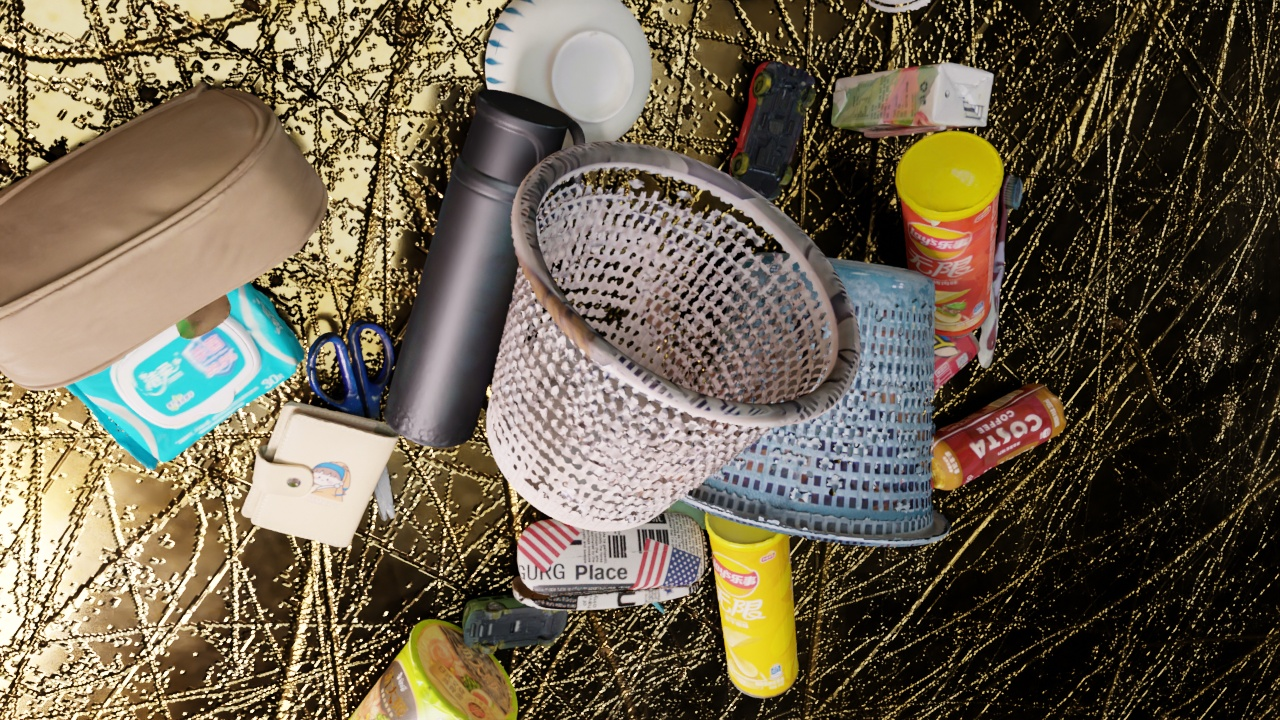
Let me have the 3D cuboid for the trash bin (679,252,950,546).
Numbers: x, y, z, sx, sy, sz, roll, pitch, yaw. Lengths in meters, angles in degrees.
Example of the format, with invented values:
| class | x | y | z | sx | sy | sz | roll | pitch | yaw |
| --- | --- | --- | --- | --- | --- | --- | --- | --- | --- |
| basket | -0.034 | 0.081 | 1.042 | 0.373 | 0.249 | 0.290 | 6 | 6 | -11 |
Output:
| class | x | y | z | sx | sy | sz | roll | pitch | yaw |
| --- | --- | --- | --- | --- | --- | --- | --- | --- | --- |
| trash bin | 0.142 | 0.020 | 0.723 | 0.226 | 0.227 | 0.195 | 6 | 95 | -25 |

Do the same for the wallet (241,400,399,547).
| class | x | y | z | sx | sy | sz | roll | pitch | yaw |
| --- | --- | --- | --- | --- | --- | --- | --- | --- | --- |
| wallet | -0.236 | 0.084 | 0.667 | 0.087 | 0.024 | 0.115 | 20 | 120 | -21 |

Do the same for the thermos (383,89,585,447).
| class | x | y | z | sx | sy | sz | roll | pitch | yaw |
| --- | --- | --- | --- | --- | --- | --- | --- | --- | --- |
| thermos | -0.104 | -0.056 | 0.628 | 0.089 | 0.068 | 0.243 | 3 | 123 | -37 |

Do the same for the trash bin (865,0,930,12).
| class | x | y | z | sx | sy | sz | roll | pitch | yaw |
| --- | --- | --- | --- | --- | --- | --- | --- | --- | --- |
| trash bin | 0.075 | -0.349 | 0.534 | 0.251 | 0.229 | 0.230 | 5 | 108 | -20 |

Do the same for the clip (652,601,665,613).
| class | x | y | z | sx | sy | sz | roll | pitch | yaw |
| --- | --- | --- | --- | --- | --- | --- | --- | --- | --- |
| clip | 0.013 | 0.210 | 0.843 | 0.039 | 0.014 | 0.056 | -47 | 122 | -1 |

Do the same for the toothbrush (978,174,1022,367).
| class | x | y | z | sx | sy | sz | roll | pitch | yaw |
| --- | --- | --- | --- | --- | --- | --- | --- | --- | --- |
| toothbrush | 0.339 | -0.080 | 0.863 | 0.016 | 0.017 | 0.188 | -8 | 112 | -19 |

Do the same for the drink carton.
| class | x | y | z | sx | sy | sz | roll | pitch | yaw |
| --- | --- | --- | --- | --- | --- | --- | --- | --- | --- |
| drink carton | 0.202 | -0.195 | 0.697 | 0.053 | 0.122 | 0.045 | 0 | 100 | -25 |

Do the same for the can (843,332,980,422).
| class | x | y | z | sx | sy | sz | roll | pitch | yaw |
| --- | --- | --- | --- | --- | --- | --- | --- | --- | --- |
| can | 0.243 | 0.017 | 0.840 | 0.132 | 0.053 | 0.053 | -41 | 120 | -3 |

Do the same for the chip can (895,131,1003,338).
| class | x | y | z | sx | sy | sz | roll | pitch | yaw |
| --- | --- | --- | --- | --- | --- | --- | --- | --- | --- |
| chip can | 0.247 | -0.092 | 0.732 | 0.073 | 0.073 | 0.216 | -44 | 151 | -2 |

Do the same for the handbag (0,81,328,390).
| class | x | y | z | sx | sy | sz | roll | pitch | yaw |
| --- | --- | --- | --- | --- | --- | --- | --- | --- | --- |
| handbag | -0.287 | -0.073 | 0.532 | 0.204 | 0.147 | 0.100 | -31 | 140 | -8 |

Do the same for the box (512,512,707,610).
| class | x | y | z | sx | sy | sz | roll | pitch | yaw |
| --- | --- | --- | --- | --- | --- | --- | --- | --- | --- |
| box | -0.024 | 0.165 | 0.772 | 0.162 | 0.076 | 0.088 | 2 | 102 | -15 |

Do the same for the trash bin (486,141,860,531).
| class | x | y | z | sx | sy | sz | roll | pitch | yaw |
| --- | --- | --- | --- | --- | --- | --- | --- | --- | --- |
| trash bin | -0.003 | 0.003 | 0.602 | 0.227 | 0.227 | 0.193 | 7 | 137 | -25 |

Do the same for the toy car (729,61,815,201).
| class | x | y | z | sx | sy | sz | roll | pitch | yaw |
| --- | --- | --- | --- | --- | --- | --- | --- | --- | --- |
| toy car | 0.099 | -0.177 | 0.715 | 0.049 | 0.031 | 0.106 | 7 | 106 | -24 |

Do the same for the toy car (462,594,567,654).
| class | x | y | z | sx | sy | sz | roll | pitch | yaw |
| --- | --- | --- | --- | --- | --- | --- | --- | --- | --- |
| toy car | -0.107 | 0.221 | 0.782 | 0.091 | 0.036 | 0.043 | 4 | 107 | -23 |

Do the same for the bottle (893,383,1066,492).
| class | x | y | z | sx | sy | sz | roll | pitch | yaw |
| --- | --- | --- | --- | --- | --- | --- | --- | --- | --- |
| bottle | 0.330 | 0.081 | 0.900 | 0.174 | 0.057 | 0.057 | -24 | 118 | -12 |

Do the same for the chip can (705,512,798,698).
| class | x | y | z | sx | sy | sz | roll | pitch | yaw |
| --- | --- | --- | --- | --- | --- | --- | --- | --- | --- |
| chip can | 0.103 | 0.214 | 0.830 | 0.072 | 0.072 | 0.214 | -20 | 127 | -15 |

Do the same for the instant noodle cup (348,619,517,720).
| class | x | y | z | sx | sy | sz | roll | pitch | yaw |
| --- | --- | --- | --- | --- | --- | --- | --- | --- | --- |
| instant noodle cup | -0.182 | 0.295 | 0.746 | 0.123 | 0.111 | 0.111 | -46 | 120 | 8 |

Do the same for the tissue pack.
| class | x | y | z | sx | sy | sz | roll | pitch | yaw |
| --- | --- | --- | --- | --- | --- | --- | --- | --- | --- |
| tissue pack | -0.300 | 0.001 | 0.605 | 0.133 | 0.050 | 0.093 | -37 | 120 | -5 |

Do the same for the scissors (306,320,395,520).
| class | x | y | z | sx | sy | sz | roll | pitch | yaw |
| --- | --- | --- | --- | --- | --- | --- | --- | --- | --- |
| scissors | -0.211 | 0.055 | 0.675 | 0.107 | 0.012 | 0.175 | 0 | 108 | -48 |

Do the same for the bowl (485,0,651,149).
| class | x | y | z | sx | sy | sz | roll | pitch | yaw |
| --- | --- | --- | --- | --- | --- | --- | --- | --- | --- |
| bowl | -0.042 | -0.197 | 0.627 | 0.116 | 0.066 | 0.116 | -8 | 113 | -20 |

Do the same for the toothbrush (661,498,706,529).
| class | x | y | z | sx | sy | sz | roll | pitch | yaw |
| --- | --- | --- | --- | --- | --- | --- | --- | --- | --- |
| toothbrush | 0.049 | 0.137 | 0.822 | 0.224 | 0.026 | 0.027 | 7 | 137 | -25 |
